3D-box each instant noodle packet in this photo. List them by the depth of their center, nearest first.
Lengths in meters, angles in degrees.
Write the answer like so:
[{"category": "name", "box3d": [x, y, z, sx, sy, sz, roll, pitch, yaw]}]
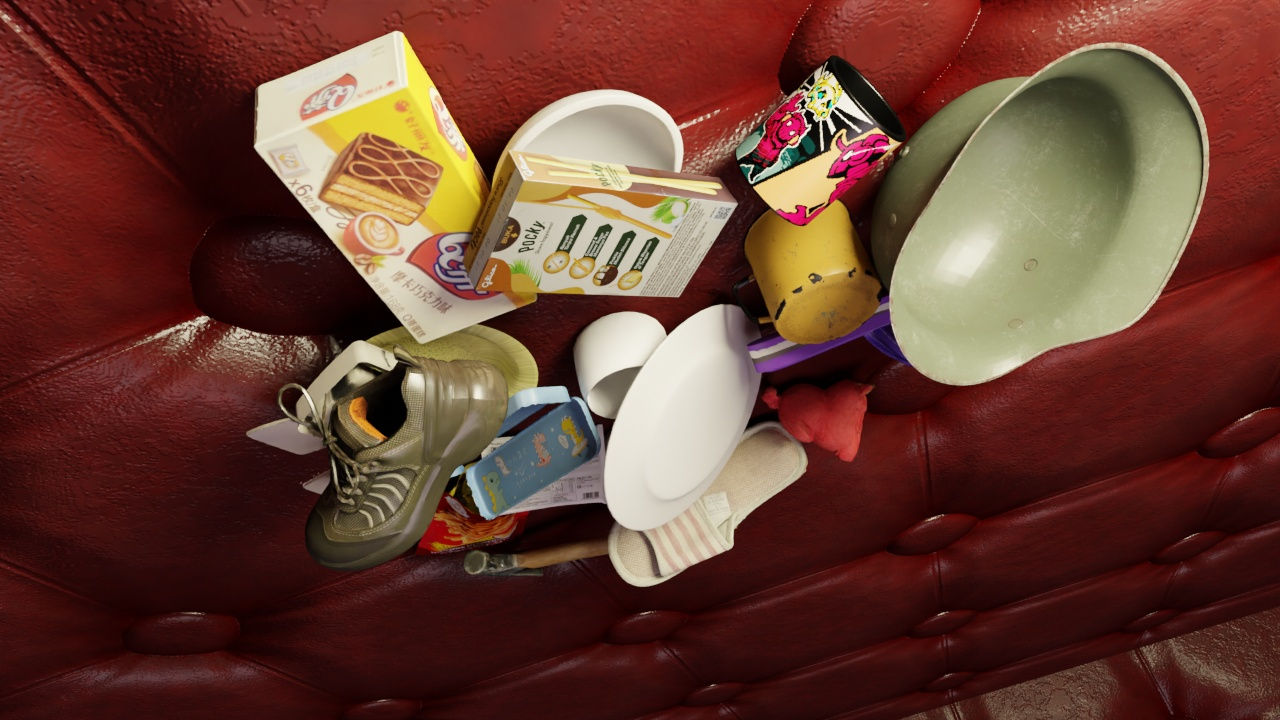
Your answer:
[{"category": "instant noodle packet", "box3d": [-0.103, 0.120, 0.999, 0.134, 0.087, 0.026, -5, 179, -13]}]

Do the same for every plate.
[{"category": "plate", "box3d": [-0.190, 0.010, 0.853, 0.184, 0.036, 0.185, -9, 144, -7]}, {"category": "plate", "box3d": [0.053, 0.061, 0.896, 0.241, 0.016, 0.243, -33, 137, -37]}]

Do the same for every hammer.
[{"category": "hammer", "box3d": [-0.042, 0.228, 1.137, 0.331, 0.033, 0.132, -14, 159, 15]}]

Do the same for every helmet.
[{"category": "helmet", "box3d": [0.279, -0.114, 0.727, 0.227, 0.154, 0.268, 31, 97, -26]}]

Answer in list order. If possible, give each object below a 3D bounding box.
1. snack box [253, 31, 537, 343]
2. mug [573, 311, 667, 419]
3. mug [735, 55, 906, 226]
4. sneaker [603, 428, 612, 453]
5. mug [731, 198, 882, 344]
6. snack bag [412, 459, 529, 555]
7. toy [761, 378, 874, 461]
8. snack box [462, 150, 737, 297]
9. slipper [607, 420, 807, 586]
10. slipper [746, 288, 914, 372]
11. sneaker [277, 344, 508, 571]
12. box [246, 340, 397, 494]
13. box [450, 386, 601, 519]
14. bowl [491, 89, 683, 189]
[{"category": "snack box", "box3d": [-0.167, -0.114, 0.672, 0.110, 0.061, 0.230, -20, 144, 5]}, {"category": "mug", "box3d": [-0.005, 0.005, 0.883, 0.115, 0.068, 0.095, 5, 140, -26]}, {"category": "mug", "box3d": [0.145, -0.166, 0.707, 0.098, 0.082, 0.117, -41, 164, 32]}, {"category": "sneaker", "box3d": [0.013, 0.094, 1.000, 0.087, 0.079, 0.236, 1, 141, -20]}, {"category": "mug", "box3d": [0.141, -0.072, 0.808, 0.124, 0.094, 0.100, -28, 142, 17]}, {"category": "snack bag", "box3d": [-0.192, 0.186, 1.093, 0.138, 0.066, 0.208, -4, 153, -23]}, {"category": "toy", "box3d": [0.196, 0.044, 1.028, 0.133, 0.088, 0.094, 24, 98, -17]}, {"category": "snack box", "box3d": [-0.028, -0.096, 0.687, 0.185, 0.031, 0.101, -1, 139, -36]}, {"category": "slipper", "box3d": [0.076, 0.166, 1.058, 0.263, 0.115, 0.052, -36, 166, 2]}, {"category": "slipper", "box3d": [0.242, -0.023, 0.875, 0.267, 0.084, 0.107, -21, -177, 6]}, {"category": "sneaker", "box3d": [-0.227, 0.081, 0.743, 0.238, 0.101, 0.142, -48, 139, 15]}, {"category": "box", "box3d": [-0.254, 0.063, 0.831, 0.188, 0.058, 0.144, -34, 139, 21]}, {"category": "box", "box3d": [-0.134, 0.097, 0.895, 0.072, 0.085, 0.210, -18, 167, -48]}, {"category": "bowl", "box3d": [-0.044, -0.144, 0.683, 0.149, 0.043, 0.150, -19, 146, -14]}]
